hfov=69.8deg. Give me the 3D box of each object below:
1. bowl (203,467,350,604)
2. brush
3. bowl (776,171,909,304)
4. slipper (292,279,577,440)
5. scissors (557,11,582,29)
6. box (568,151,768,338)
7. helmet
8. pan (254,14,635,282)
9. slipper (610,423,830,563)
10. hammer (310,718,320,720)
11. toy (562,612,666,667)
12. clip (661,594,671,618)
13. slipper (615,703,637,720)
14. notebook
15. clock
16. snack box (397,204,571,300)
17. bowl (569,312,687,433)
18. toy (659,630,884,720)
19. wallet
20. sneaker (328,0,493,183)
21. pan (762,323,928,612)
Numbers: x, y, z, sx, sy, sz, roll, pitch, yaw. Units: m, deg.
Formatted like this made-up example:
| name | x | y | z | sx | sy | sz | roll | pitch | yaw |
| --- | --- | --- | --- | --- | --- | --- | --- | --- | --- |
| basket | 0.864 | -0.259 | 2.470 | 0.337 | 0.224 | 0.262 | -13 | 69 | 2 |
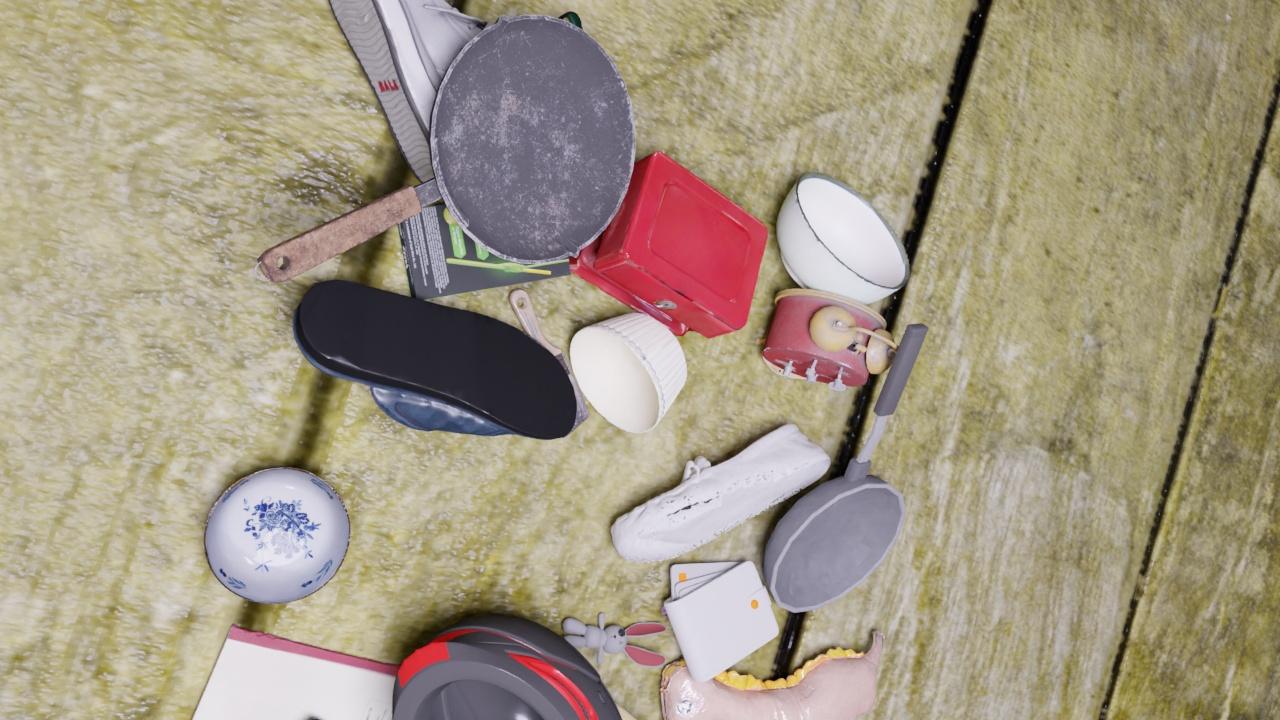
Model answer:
| name | x | y | z | sx | sy | sz | roll | pitch | yaw |
| --- | --- | --- | --- | --- | --- | --- | --- | --- | --- |
| bowl | -0.306 | 0.142 | 0.773 | 0.114 | 0.045 | 0.114 | -2 | 96 | -25 |
| brush | -0.091 | 0.001 | 0.883 | 0.038 | 0.012 | 0.151 | -29 | 105 | -20 |
| bowl | 0.201 | -0.116 | 0.960 | 0.153 | 0.073 | 0.153 | 24 | 43 | -24 |
| slipper | -0.182 | 0.014 | 0.810 | 0.265 | 0.084 | 0.108 | 19 | 50 | -33 |
| scissors | -0.096 | -0.220 | 0.804 | 0.209 | 0.015 | 0.142 | -43 | 138 | -33 |
| box | 0.035 | -0.108 | 0.882 | 0.157 | 0.113 | 0.134 | 28 | 77 | -25 |
| helmet | -0.107 | 0.325 | 0.815 | 0.164 | 0.169 | 0.265 | -33 | 99 | 4 |
| pan | -0.149 | -0.148 | 0.743 | 0.356 | 0.040 | 0.208 | -32 | 122 | -28 |
| slipper | 0.079 | 0.133 | 0.943 | 0.246 | 0.074 | 0.112 | -24 | 135 | -20 |
| hammer | -0.222 | 0.461 | 0.838 | 0.129 | 0.040 | 0.322 | -49 | 114 | -9 |
| toy | -0.027 | 0.282 | 0.927 | 0.111 | 0.030 | 0.049 | 15 | 59 | -23 |
| clip | 0.047 | 0.252 | 0.970 | 0.042 | 0.014 | 0.052 | 27 | 80 | -27 |
| slipper | 0.004 | 0.448 | 0.934 | 0.111 | 0.079 | 0.261 | -42 | 91 | -14 |
| notebook | -0.289 | 0.333 | 0.817 | 0.208 | 0.012 | 0.153 | 25 | 83 | -26 |
| clock | 0.193 | -0.014 | 0.936 | 0.117 | 0.159 | 0.081 | 24 | 78 | -25 |
| snack box | -0.142 | -0.106 | 0.842 | 0.147 | 0.025 | 0.080 | -13 | 100 | -24 |
| bowl | -0.005 | 0.005 | 0.875 | 0.062 | 0.116 | 0.115 | -37 | 109 | -34 |
| toy | 0.147 | 0.355 | 1.008 | 0.264 | 0.065 | 0.195 | 26 | 72 | -18 |
| wallet | 0.081 | 0.255 | 0.960 | 0.118 | 0.038 | 0.115 | -20 | 89 | -34 |
| sneaker | -0.173 | -0.277 | 0.777 | 0.128 | 0.097 | 0.263 | -37 | 117 | -27 |
| pan | 0.222 | 0.117 | 0.950 | 0.178 | 0.041 | 0.358 | -6 | 125 | -30 |
